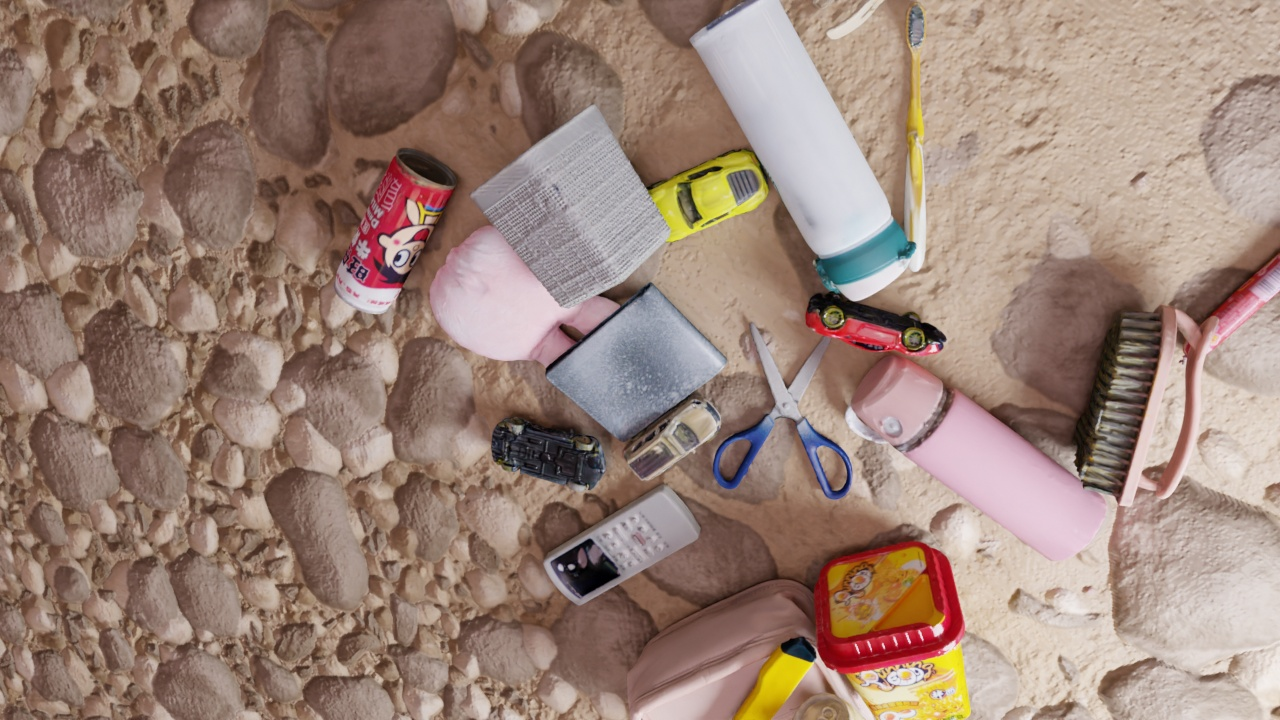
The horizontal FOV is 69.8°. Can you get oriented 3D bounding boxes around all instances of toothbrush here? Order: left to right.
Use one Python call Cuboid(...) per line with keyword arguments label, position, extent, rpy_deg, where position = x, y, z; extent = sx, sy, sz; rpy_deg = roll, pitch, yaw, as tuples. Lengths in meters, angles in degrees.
Cuboid(label="toothbrush", position=(0.199, -0.156, 0.661), extent=(0.016, 0.018, 0.191), rpy_deg=(0, 109, 15))

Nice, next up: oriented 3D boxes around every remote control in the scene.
Cuboid(label="remote control", position=(-0.019, 0.170, 0.833), extent=(0.150, 0.021, 0.058), rpy_deg=(-35, 99, 21))

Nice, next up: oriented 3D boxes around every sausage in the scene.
Cuboid(label="sausage", position=(0.441, -0.054, 0.645), extent=(0.020, 0.020, 0.156), rpy_deg=(38, 114, -3))

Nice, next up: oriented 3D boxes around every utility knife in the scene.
Cuboid(label="utility knife", position=(0.102, 0.278, 0.758), extent=(0.033, 0.015, 0.154), rpy_deg=(23, 121, -4))

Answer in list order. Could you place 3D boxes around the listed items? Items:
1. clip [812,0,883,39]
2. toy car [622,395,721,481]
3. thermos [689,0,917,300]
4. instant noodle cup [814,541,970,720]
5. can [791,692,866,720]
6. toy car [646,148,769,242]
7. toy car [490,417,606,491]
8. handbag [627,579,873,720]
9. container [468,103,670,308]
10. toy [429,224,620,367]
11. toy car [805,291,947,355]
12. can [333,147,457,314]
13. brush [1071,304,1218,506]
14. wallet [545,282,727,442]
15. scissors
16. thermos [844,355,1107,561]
Cuboid(label="clip", position=(0.175, -0.246, 0.614), extent=(0.105, 0.034, 0.084), rpy_deg=(-44, 72, 23))
Cuboid(label="toy car", position=(0.027, 0.067, 0.777), extent=(0.091, 0.035, 0.042), rpy_deg=(-38, 99, 20))
Cuboid(label="thermos", position=(0.118, -0.147, 0.659), extent=(0.073, 0.073, 0.224), rpy_deg=(-28, 102, 20))
Cuboid(label="instant noodle cup", position=(0.215, 0.234, 0.761), extent=(0.116, 0.115, 0.124), rpy_deg=(-18, 117, 18))
Cuboid(label="can", position=(0.178, 0.329, 0.762), extent=(0.059, 0.058, 0.116), rpy_deg=(-31, 120, 21))
Cuboid(label="toy car", position=(0.046, -0.123, 0.702), extent=(0.105, 0.032, 0.048), rpy_deg=(-20, 105, 21))
Cuboid(label="toy car", position=(-0.080, 0.081, 0.807), extent=(0.105, 0.031, 0.049), rpy_deg=(15, 113, 9))
Cuboid(label="handbag", position=(0.122, 0.326, 0.836), extent=(0.194, 0.093, 0.234), rpy_deg=(-33, 108, 21))
Cuboid(label="container", position=(-0.049, -0.111, 0.687), extent=(0.090, 0.090, 0.114), rpy_deg=(-21, 109, 48))
Cuboid(label="toy", position=(-0.091, -0.041, 0.753), extent=(0.159, 0.054, 0.121), rpy_deg=(34, 114, -14))
Cuboid(label="toy car", position=(0.178, -0.025, 0.699), extent=(0.106, 0.049, 0.031), rpy_deg=(14, 113, 7))
Cuboid(label="can", position=(-0.203, -0.104, 0.754), extent=(0.053, 0.053, 0.133), rpy_deg=(34, 114, -1))
Cuboid(label="brush", position=(0.369, 0.030, 0.670), extent=(0.073, 0.063, 0.146), rpy_deg=(11, 110, 15))
Cuboid(label="wallet", position=(-0.004, 0.004, 0.751), extent=(0.121, 0.019, 0.097), rpy_deg=(-39, 115, 19))
Cuboid(label="scissors", position=(0.120, 0.051, 0.762), extent=(0.162, 0.012, 0.175), rpy_deg=(45, 112, -5))
Cuboid(label="thermos", position=(0.253, 0.078, 0.717), extent=(0.198, 0.067, 0.087), rpy_deg=(34, 141, -2))
